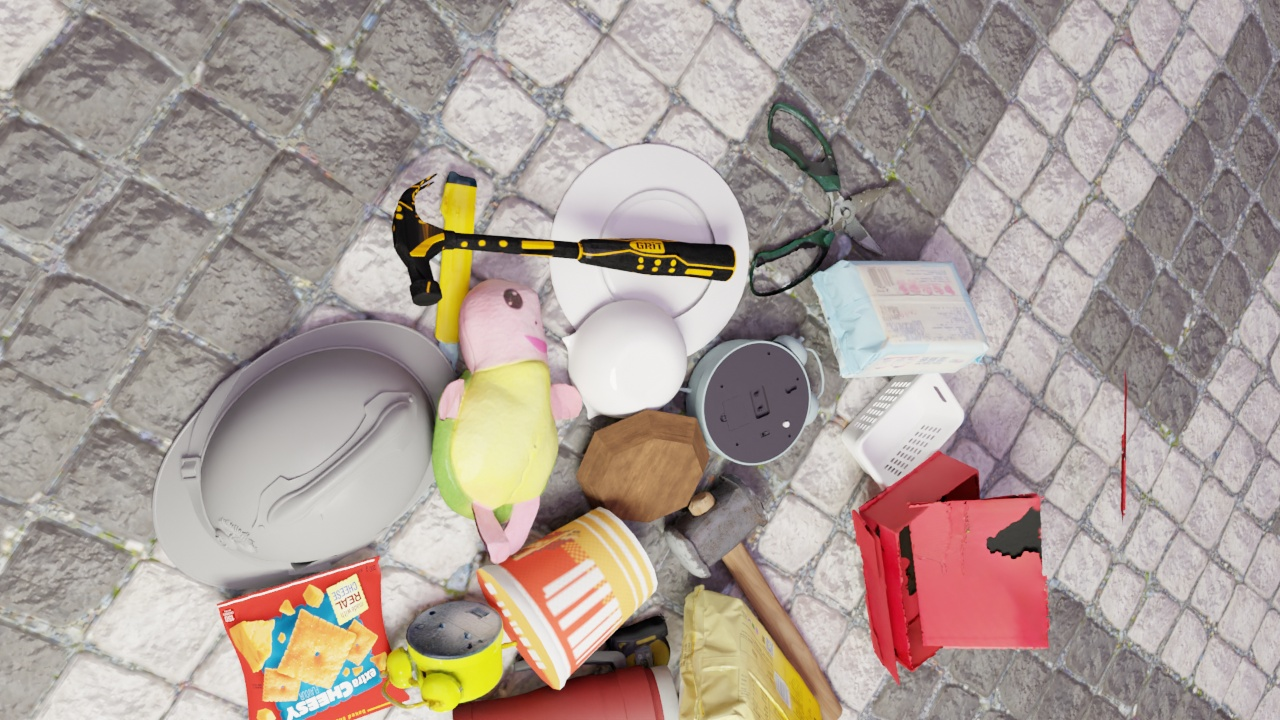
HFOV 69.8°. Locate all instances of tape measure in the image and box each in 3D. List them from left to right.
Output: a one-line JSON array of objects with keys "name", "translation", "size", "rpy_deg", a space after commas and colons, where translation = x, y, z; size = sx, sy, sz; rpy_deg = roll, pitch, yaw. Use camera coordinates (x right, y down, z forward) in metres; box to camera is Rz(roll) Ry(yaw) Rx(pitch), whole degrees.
[{"name": "tape measure", "translation": [0.000, 0.288, 0.901], "size": [0.061, 0.034, 0.061], "rpy_deg": [-15, 104, -21]}]

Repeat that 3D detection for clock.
[{"name": "clock", "translation": [-0.168, 0.256, 0.788], "size": [0.118, 0.083, 0.057], "rpy_deg": [-25, 121, -48]}, {"name": "clock", "translation": [0.117, 0.035, 0.915], "size": [0.159, 0.045, 0.122], "rpy_deg": [-21, 105, -21]}]

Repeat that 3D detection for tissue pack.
[{"name": "tissue pack", "translation": [0.269, -0.043, 0.938], "size": [0.181, 0.070, 0.112], "rpy_deg": [-2, 63, -28]}]

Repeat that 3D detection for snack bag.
[{"name": "snack bag", "translation": [-0.272, 0.247, 0.773], "size": [0.130, 0.039, 0.144], "rpy_deg": [-13, 108, -24]}, {"name": "snack bag", "translation": [0.115, 0.342, 0.879], "size": [0.068, 0.159, 0.247], "rpy_deg": [-24, 120, 18]}]

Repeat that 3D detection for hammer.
[{"name": "hammer", "translation": [-0.054, -0.097, 0.794], "size": [0.320, 0.036, 0.123], "rpy_deg": [0, 60, -30]}, {"name": "hammer", "translation": [0.137, 0.263, 0.955], "size": [0.098, 0.052, 0.328], "rpy_deg": [-38, 113, -15]}]

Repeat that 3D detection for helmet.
[{"name": "helmet", "translation": [-0.253, 0.085, 0.718], "size": [0.270, 0.118, 0.183], "rpy_deg": [-40, 110, -12]}]

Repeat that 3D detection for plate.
[{"name": "plate", "translation": [0.007, 0.106, 0.857], "size": [0.131, 0.025, 0.131], "rpy_deg": [-9, 125, -13]}, {"name": "plate", "translation": [0.015, -0.099, 0.868], "size": [0.208, 0.015, 0.208], "rpy_deg": [-3, 98, -23]}]

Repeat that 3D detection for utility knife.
[{"name": "utility knife", "translation": [-0.164, -0.049, 0.794], "size": [0.030, 0.019, 0.225], "rpy_deg": [4, 94, -19]}]

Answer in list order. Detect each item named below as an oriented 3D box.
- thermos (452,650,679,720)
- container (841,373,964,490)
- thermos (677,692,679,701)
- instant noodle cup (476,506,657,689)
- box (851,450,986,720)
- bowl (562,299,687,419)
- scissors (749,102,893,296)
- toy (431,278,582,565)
[{"name": "thermos", "translation": [-0.068, 0.323, 0.838], "size": [0.198, 0.084, 0.108], "rpy_deg": [-8, 61, -10]}, {"name": "container", "translation": [0.276, 0.072, 0.986], "size": [0.129, 0.049, 0.081], "rpy_deg": [-44, 111, -13]}, {"name": "thermos", "translation": [0.086, 0.445, 0.931], "size": [0.098, 0.098, 0.221], "rpy_deg": [-27, 103, -19]}, {"name": "instant noodle cup", "translation": [-0.061, 0.204, 0.823], "size": [0.120, 0.124, 0.123], "rpy_deg": [-32, 108, -25]}, {"name": "box", "translation": [0.234, 0.305, 0.861], "size": [0.476, 0.171, 0.214], "rpy_deg": [-60, 142, -53]}, {"name": "bowl", "translation": [-0.005, 0.005, 0.842], "size": [0.114, 0.050, 0.115], "rpy_deg": [-6, 109, -19]}, {"name": "scissors", "translation": [0.167, -0.144, 0.930], "size": [0.201, 0.015, 0.204], "rpy_deg": [41, 79, -21]}, {"name": "toy", "translation": [-0.118, 0.048, 0.771], "size": [0.189, 0.088, 0.238], "rpy_deg": [1, 88, -57]}]
